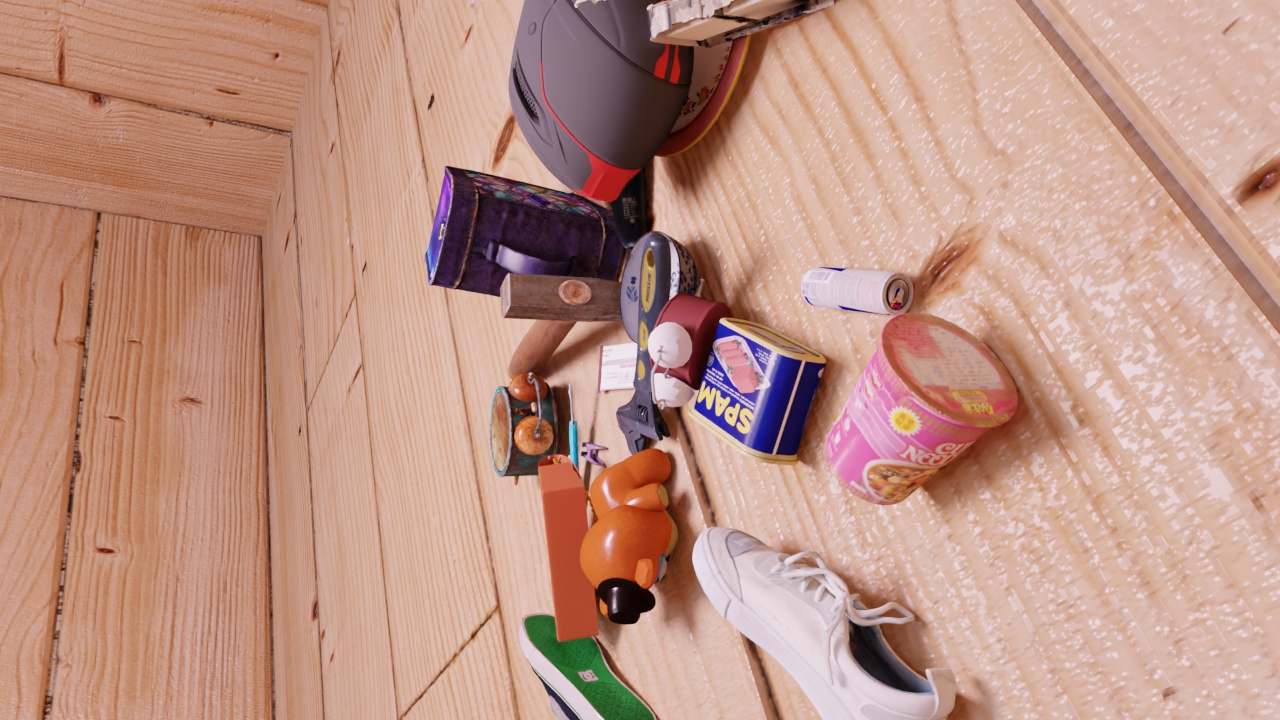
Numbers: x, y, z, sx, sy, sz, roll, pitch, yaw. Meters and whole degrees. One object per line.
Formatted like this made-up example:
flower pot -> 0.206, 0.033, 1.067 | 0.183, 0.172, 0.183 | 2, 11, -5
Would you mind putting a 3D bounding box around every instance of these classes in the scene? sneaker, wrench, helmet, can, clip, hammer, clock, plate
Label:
sneaker -> -0.070, 0.356, 0.979 | 0.235, 0.084, 0.079 | 32, 112, 52
wrench -> 0.008, -0.004, 0.893 | 0.073, 0.022, 0.274 | 41, 142, 37
helmet -> -0.032, -0.306, 0.906 | 0.170, 0.164, 0.264 | -36, 62, 37
sneaker -> 0.133, 0.185, 0.678 | 0.242, 0.089, 0.091 | 44, 117, 45
can -> 0.099, 0.023, 0.782 | 0.116, 0.056, 0.092 | 35, 113, 55
clip -> -0.055, 0.105, 1.064 | 0.052, 0.013, 0.035 | 19, 100, 61
hammer -> -0.107, -0.027, 1.088 | 0.302, 0.157, 0.037 | 137, 132, -65
can -> 0.165, -0.055, 0.709 | 0.095, 0.032, 0.032 | 15, 97, 59
clock -> -0.136, 0.079, 1.139 | 0.158, 0.073, 0.121 | 124, 141, -55
clock -> 0.041, -0.012, 0.833 | 0.044, 0.124, 0.087 | 18, 136, 26
plate -> 0.052, -0.325, 0.953 | 0.230, 0.021, 0.229 | -16, 71, 57

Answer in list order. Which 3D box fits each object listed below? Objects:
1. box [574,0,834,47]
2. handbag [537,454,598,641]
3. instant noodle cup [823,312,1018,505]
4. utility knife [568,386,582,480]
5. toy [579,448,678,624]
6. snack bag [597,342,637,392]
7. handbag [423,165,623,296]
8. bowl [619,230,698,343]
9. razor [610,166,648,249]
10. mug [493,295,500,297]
box -> 0.049, -0.336, 0.757 | 0.144, 0.192, 0.106 | -4, 98, 42
handbag -> -0.076, 0.200, 1.005 | 0.109, 0.060, 0.172 | -134, 38, -72
instant noodle cup -> 0.179, 0.040, 0.619 | 0.109, 0.097, 0.097 | -64, 36, 41
utility knife -> -0.077, 0.099, 1.073 | 0.022, 0.015, 0.151 | -130, 37, -83
toy -> -0.014, 0.173, 0.907 | 0.112, 0.096, 0.175 | -47, 19, 45
snack bag -> -0.006, 0.006, 0.998 | 0.158, 0.013, 0.057 | -7, 76, 58
handbag -> -0.144, -0.137, 1.074 | 0.222, 0.204, 0.126 | 47, 125, 59
bowl -> 0.026, -0.071, 0.927 | 0.114, 0.045, 0.114 | -14, 73, 57
razor -> -0.018, -0.194, 1.029 | 0.067, 0.054, 0.151 | 111, 149, -77
mug -> -0.186, -0.145, 1.271 | 0.112, 0.084, 0.104 | 36, 113, 24
